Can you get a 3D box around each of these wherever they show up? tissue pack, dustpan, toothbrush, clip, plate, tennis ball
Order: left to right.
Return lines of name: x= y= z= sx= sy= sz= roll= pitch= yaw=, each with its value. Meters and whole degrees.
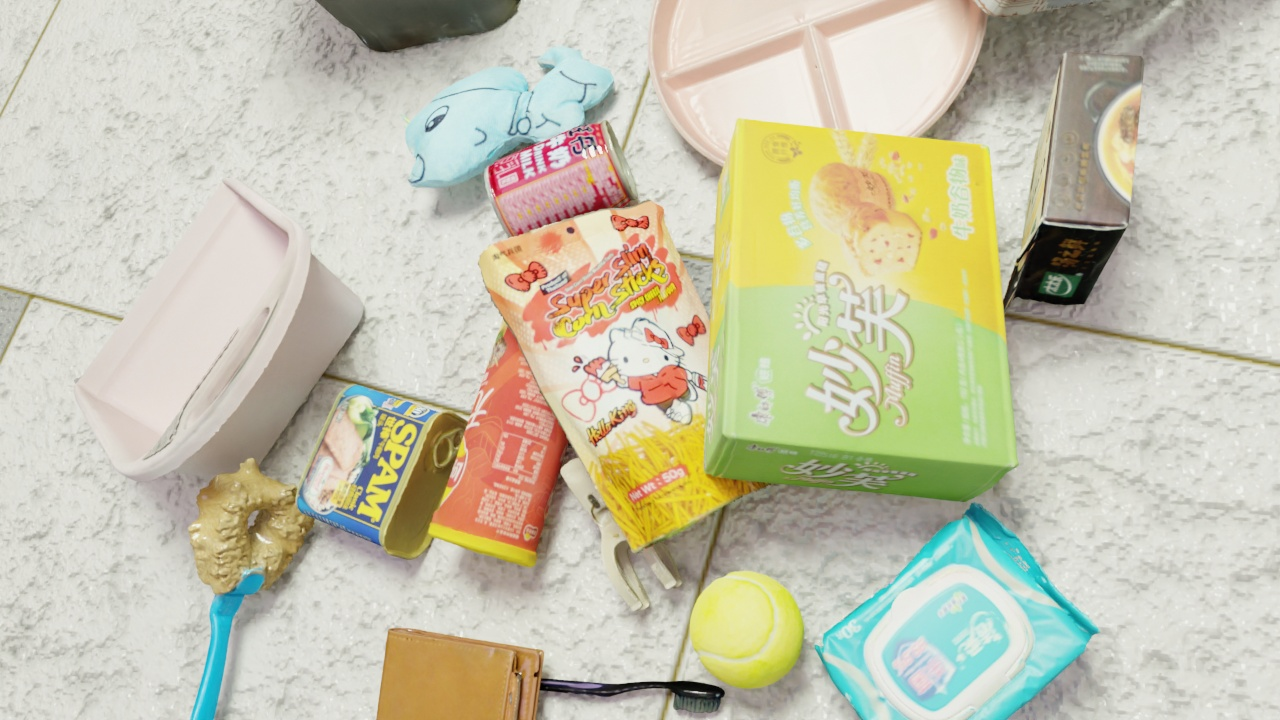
dustpan: x=-0.328 y=-0.032 z=0.666 sx=0.273 sy=0.139 sz=0.222 roll=28 pitch=82 yaw=22
toothbrush: x=-0.040 y=0.206 z=0.572 sx=0.189 sy=0.014 sz=0.017 roll=-3 pitch=96 yaw=17
clip: x=-0.014 y=0.108 z=0.582 sx=0.035 sy=0.071 sz=0.100 roll=-37 pitch=72 yaw=8
tennis ball: x=0.061 y=0.155 z=0.529 sx=0.065 sy=0.065 sz=0.065 roll=-5 pitch=71 yaw=15
plate: x=0.118 y=-0.230 z=0.635 sx=0.230 sy=0.028 sz=0.229 roll=-3 pitch=82 yaw=19
tissue pack: x=0.171 y=0.154 z=0.505 sx=0.133 sy=0.050 sz=0.093 roll=-42 pitch=65 yaw=-1

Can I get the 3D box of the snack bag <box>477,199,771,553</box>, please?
snack bag: x=-0.003 y=0.003 z=0.570 sx=0.128 sy=0.073 sz=0.207 roll=-22 pitch=80 yaw=-19

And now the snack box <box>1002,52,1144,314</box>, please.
snack box: x=0.245 y=-0.091 z=0.530 sx=0.053 sy=0.113 sz=0.125 roll=8 pitch=76 yaw=18

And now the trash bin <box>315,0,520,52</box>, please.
trash bin: x=-0.199 y=-0.372 z=0.696 sx=0.199 sy=0.220 sz=0.198 roll=-6 pitch=70 yaw=15

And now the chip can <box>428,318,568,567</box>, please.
chip can: x=-0.073 y=0.023 z=0.609 sx=0.073 sy=0.073 sz=0.216 roll=11 pitch=76 yaw=19

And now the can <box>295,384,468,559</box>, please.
can: x=-0.177 y=0.074 z=0.632 sx=0.083 sy=0.057 sz=0.102 roll=15 pitch=77 yaw=23

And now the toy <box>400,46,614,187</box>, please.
toy: x=-0.110 y=-0.187 z=0.700 sx=0.156 sy=0.050 sz=0.161 roll=13 pitch=60 yaw=28

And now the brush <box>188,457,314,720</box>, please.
brush: x=-0.287 y=0.193 z=0.624 sx=0.046 sy=0.083 sz=0.254 roll=9 pitch=82 yaw=36

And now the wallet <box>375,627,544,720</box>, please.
wallet: x=-0.117 y=0.239 z=0.568 sx=0.108 sy=0.031 sz=0.131 roll=2 pitch=81 yaw=18

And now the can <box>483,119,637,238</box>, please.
can: x=-0.055 y=-0.126 z=0.655 sx=0.094 sy=0.066 sz=0.066 roll=-21 pitch=68 yaw=9

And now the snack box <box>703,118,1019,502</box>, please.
snack box: x=0.123 y=-0.032 z=0.535 sx=0.157 sy=0.070 sz=0.209 roll=6 pitch=66 yaw=-2

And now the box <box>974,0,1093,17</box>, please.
box: x=0.283 y=-0.309 z=0.517 sx=0.182 sy=0.188 sz=0.155 roll=-16 pitch=65 yaw=-21
